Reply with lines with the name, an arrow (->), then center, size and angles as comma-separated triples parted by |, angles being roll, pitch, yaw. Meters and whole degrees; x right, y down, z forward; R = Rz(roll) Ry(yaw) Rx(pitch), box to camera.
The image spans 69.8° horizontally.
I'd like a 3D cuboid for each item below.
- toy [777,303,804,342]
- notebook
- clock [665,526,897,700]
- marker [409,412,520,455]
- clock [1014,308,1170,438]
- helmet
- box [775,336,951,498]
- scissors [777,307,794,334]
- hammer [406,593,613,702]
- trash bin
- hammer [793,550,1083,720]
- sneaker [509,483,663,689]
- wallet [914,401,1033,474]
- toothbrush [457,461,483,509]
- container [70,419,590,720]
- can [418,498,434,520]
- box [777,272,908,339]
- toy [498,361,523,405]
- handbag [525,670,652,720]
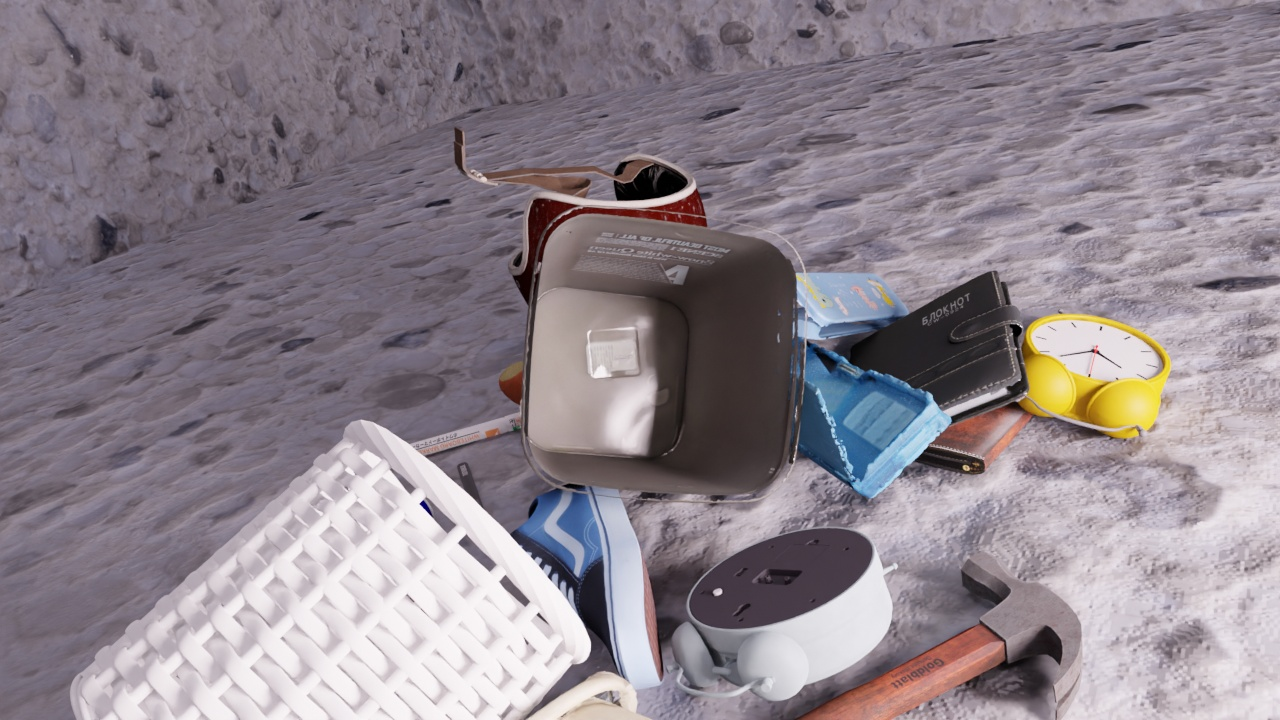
toy -> 0.077, -0.034, 0.949 | 0.205, 0.106, 0.130 | -12, 27, 8
notebook -> 0.251, 0.002, 0.801 | 0.170, 0.029, 0.208 | -31, 18, 28
clock -> 0.084, 0.157, 0.564 | 0.158, 0.045, 0.123 | -31, 13, -40
marker -> -0.165, 0.073, 0.947 | 0.145, 0.017, 0.017 | -16, 24, -4
clock -> 0.362, 0.011, 0.741 | 0.114, 0.052, 0.151 | 17, 37, 23
helmet -> -0.045, -0.139, 1.048 | 0.234, 0.254, 0.232 | 19, 33, 27
box -> 0.134, 0.013, 0.758 | 0.094, 0.110, 0.231 | -42, 22, -3
scissors -> 0.077, -0.033, 0.910 | 0.179, 0.016, 0.108 | 13, 72, 0
hammer -> -0.142, 0.195, 0.638 | 0.146, 0.028, 0.317 | -32, 32, -20
trash bin -> -0.004, 0.004, 0.726 | 0.197, 0.197, 0.220 | 6, -5, -13
hammer -> 0.116, 0.200, 0.514 | 0.300, 0.028, 0.111 | -21, 24, -15
sneaker -> -0.046, 0.155, 0.634 | 0.098, 0.083, 0.241 | -14, 17, -6
wallet -> 0.278, 0.050, 0.760 | 0.072, 0.019, 0.122 | 12, 35, 44
toothbrush -> -0.150, 0.128, 0.829 | 0.012, 0.013, 0.167 | -19, 22, -12
container -> -0.157, 0.163, 0.496 | 0.186, 0.189, 0.189 | -45, 36, -22
can -> -0.223, 0.152, 0.789 | 0.032, 0.032, 0.095 | 10, 34, 42
box -> 0.202, -0.061, 0.902 | 0.069, 0.064, 0.209 | 18, 17, 36
toy -> -0.048, 0.027, 0.901 | 0.176, 0.096, 0.111 | 24, 44, 23
handbag -> 0.006, 0.216, 0.393 | 0.229, 0.132, 0.183 | 10, 41, 31
